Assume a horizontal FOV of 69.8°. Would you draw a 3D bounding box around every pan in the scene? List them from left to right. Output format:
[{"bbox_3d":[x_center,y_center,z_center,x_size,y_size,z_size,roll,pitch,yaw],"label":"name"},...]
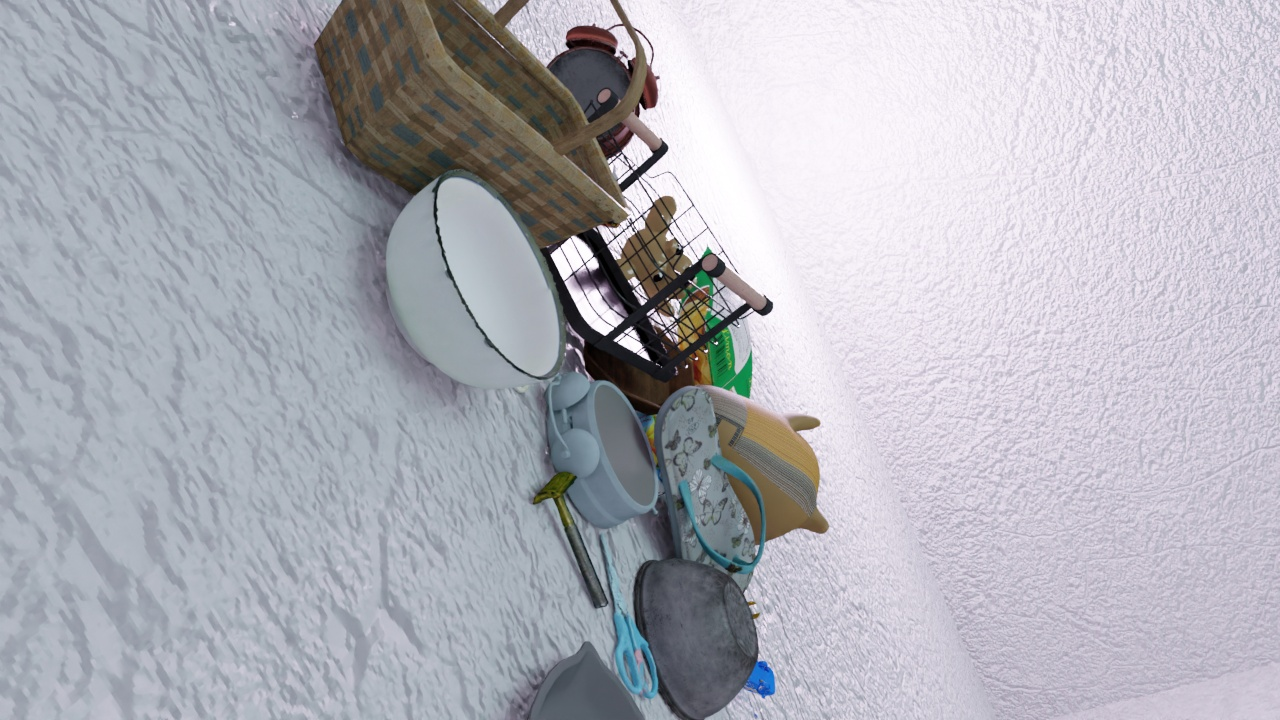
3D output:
[{"bbox_3d":[-0.055,0.258,0.520,0.354,0.024,0.216,45,28,-52],"label":"pan"}]

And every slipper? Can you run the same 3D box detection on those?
[{"bbox_3d":[0.071,0.146,0.866,0.098,0.055,0.269,-41,129,-29],"label":"slipper"}]

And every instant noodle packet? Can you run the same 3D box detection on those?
[{"bbox_3d":[0.094,-0.015,1.151,0.252,0.090,0.196,-83,165,-58],"label":"instant noodle packet"}]

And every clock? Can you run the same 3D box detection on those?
[{"bbox_3d":[-0.049,-0.290,0.988,0.120,0.157,0.072,38,0,-3],"label":"clock"},{"bbox_3d":[-0.036,0.072,0.773,0.159,0.045,0.122,48,25,-50],"label":"clock"}]

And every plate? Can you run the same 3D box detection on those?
[{"bbox_3d":[-0.005,0.005,0.899,0.131,0.025,0.131,24,36,-19],"label":"plate"}]

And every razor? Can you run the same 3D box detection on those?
[{"bbox_3d":[-0.048,0.140,0.696,0.042,0.026,0.106,-48,118,-73],"label":"razor"}]

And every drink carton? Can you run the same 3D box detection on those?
[{"bbox_3d":[0.007,0.078,0.894,0.038,0.044,0.128,55,23,-35],"label":"drink carton"}]

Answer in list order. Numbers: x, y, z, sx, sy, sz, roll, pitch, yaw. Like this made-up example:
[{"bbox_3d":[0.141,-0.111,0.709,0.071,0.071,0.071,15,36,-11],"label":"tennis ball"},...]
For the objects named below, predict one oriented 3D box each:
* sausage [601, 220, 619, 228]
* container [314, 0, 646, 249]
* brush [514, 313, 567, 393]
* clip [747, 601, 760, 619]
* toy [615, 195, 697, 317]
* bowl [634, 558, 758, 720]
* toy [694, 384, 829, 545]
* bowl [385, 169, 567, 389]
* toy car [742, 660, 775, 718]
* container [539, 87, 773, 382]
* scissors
[{"bbox_3d":[-0.052,-0.168,1.063,0.020,0.020,0.155,68,17,4],"label":"sausage"},{"bbox_3d":[-0.089,-0.202,0.677,0.249,0.187,0.157,30,32,-58],"label":"container"},{"bbox_3d":[-0.082,-0.026,0.816,0.033,0.012,0.217,61,20,-18],"label":"brush"},{"bbox_3d":[0.089,0.264,0.921,0.047,0.053,0.039,-4,71,-40],"label":"clip"},{"bbox_3d":[0.019,-0.106,1.069,0.106,0.134,0.108,30,-16,21],"label":"toy"},{"bbox_3d":[0.058,0.237,0.807,0.145,0.067,0.144,55,21,-34],"label":"bowl"},{"bbox_3d":[0.097,0.105,0.988,0.203,0.198,0.163,42,-12,-33],"label":"toy"},{"bbox_3d":[-0.119,-0.046,0.626,0.153,0.073,0.153,54,22,-34],"label":"bowl"},{"bbox_3d":[0.097,0.322,0.911,0.092,0.062,0.033,30,30,-13],"label":"toy car"},{"bbox_3d":[-0.004,-0.113,0.852,0.162,0.130,0.241,29,28,-53],"label":"container"},{"bbox_3d":[-0.017,0.201,0.733,0.063,0.015,0.138,25,39,-59],"label":"scissors"}]
